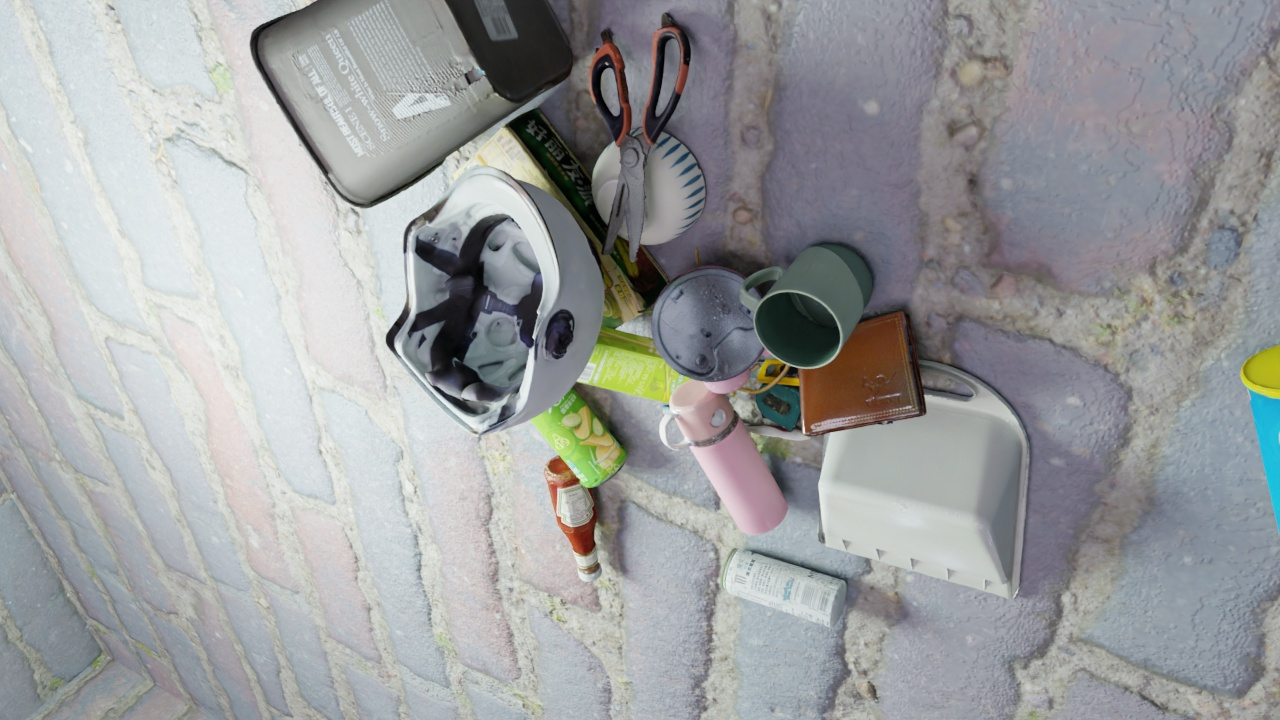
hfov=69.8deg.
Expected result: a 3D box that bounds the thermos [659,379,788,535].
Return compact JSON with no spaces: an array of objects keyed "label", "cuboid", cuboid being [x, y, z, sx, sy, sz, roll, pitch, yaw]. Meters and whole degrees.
[{"label":"thermos","cuboid":[0.091,0.113,1.021,0.067,0.087,0.199,26,153,55]}]

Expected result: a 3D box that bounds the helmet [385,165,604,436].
[{"label":"helmet","cuboid":[-0.123,-0.057,0.914,0.229,0.145,0.259,32,112,34]}]

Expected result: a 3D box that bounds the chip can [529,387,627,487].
[{"label":"chip can","cuboid":[-0.106,0.061,1.146,0.221,0.072,0.073,51,135,-9]}]

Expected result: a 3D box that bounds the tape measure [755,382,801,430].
[{"label":"tape measure","cuboid":[0.152,0.045,0.993,0.054,0.025,0.058,25,132,15]}]

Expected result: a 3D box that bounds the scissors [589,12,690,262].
[{"label":"scissors","cuboid":[-0.011,-0.209,0.855,0.198,0.015,0.213,-41,72,28]}]

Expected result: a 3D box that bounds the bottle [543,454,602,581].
[{"label":"bottle","cuboid":[-0.086,0.221,1.263,0.060,0.059,0.206,10,127,28]}]

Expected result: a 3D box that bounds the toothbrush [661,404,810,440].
[{"label":"toothbrush","cuboid":[0.106,0.070,1.050,0.188,0.016,0.017,7,116,31]}]

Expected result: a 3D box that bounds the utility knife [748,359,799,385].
[{"label":"utility knife","cuboid":[0.160,0.015,0.954,0.219,0.033,0.015,3,167,40]}]

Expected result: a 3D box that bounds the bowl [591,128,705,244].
[{"label":"bowl","cuboid":[-0.001,-0.164,0.910,0.116,0.066,0.117,18,130,23]}]

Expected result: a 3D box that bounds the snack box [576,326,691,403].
[{"label":"snack box","cuboid":[-0.006,0.006,1.017,0.156,0.026,0.086,13,146,-7]}]

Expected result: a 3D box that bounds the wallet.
[{"label":"wallet","cuboid":[0.209,0.015,0.886,0.125,0.032,0.101,-15,73,35]}]

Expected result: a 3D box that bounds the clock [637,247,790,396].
[{"label":"clock","cuboid":[0.085,-0.029,0.934,0.158,0.059,0.117,42,106,-7]}]

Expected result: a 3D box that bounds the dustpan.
[{"label":"dustpan","cuboid":[0.295,0.120,0.963,0.223,0.142,0.258,12,157,27]}]

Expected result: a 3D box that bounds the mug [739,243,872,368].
[{"label":"mug","cuboid":[0.152,-0.059,0.857,0.112,0.106,0.082,20,132,20]}]

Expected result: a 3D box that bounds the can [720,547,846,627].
[{"label":"can","cuboid":[0.175,0.278,1.128,0.147,0.058,0.058,13,128,27]}]

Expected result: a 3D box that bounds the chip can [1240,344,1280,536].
[{"label":"chip can","cuboid":[0.539,0.091,0.732,0.071,0.071,0.210,-9,117,38]}]

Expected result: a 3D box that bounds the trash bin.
[{"label":"trash bin","cuboid":[-0.208,-0.287,0.879,0.220,0.198,0.199,-15,113,34]}]

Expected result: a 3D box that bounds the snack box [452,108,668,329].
[{"label":"snack box","cuboid":[-0.086,-0.139,0.989,0.115,0.063,0.240,-29,103,44]}]
